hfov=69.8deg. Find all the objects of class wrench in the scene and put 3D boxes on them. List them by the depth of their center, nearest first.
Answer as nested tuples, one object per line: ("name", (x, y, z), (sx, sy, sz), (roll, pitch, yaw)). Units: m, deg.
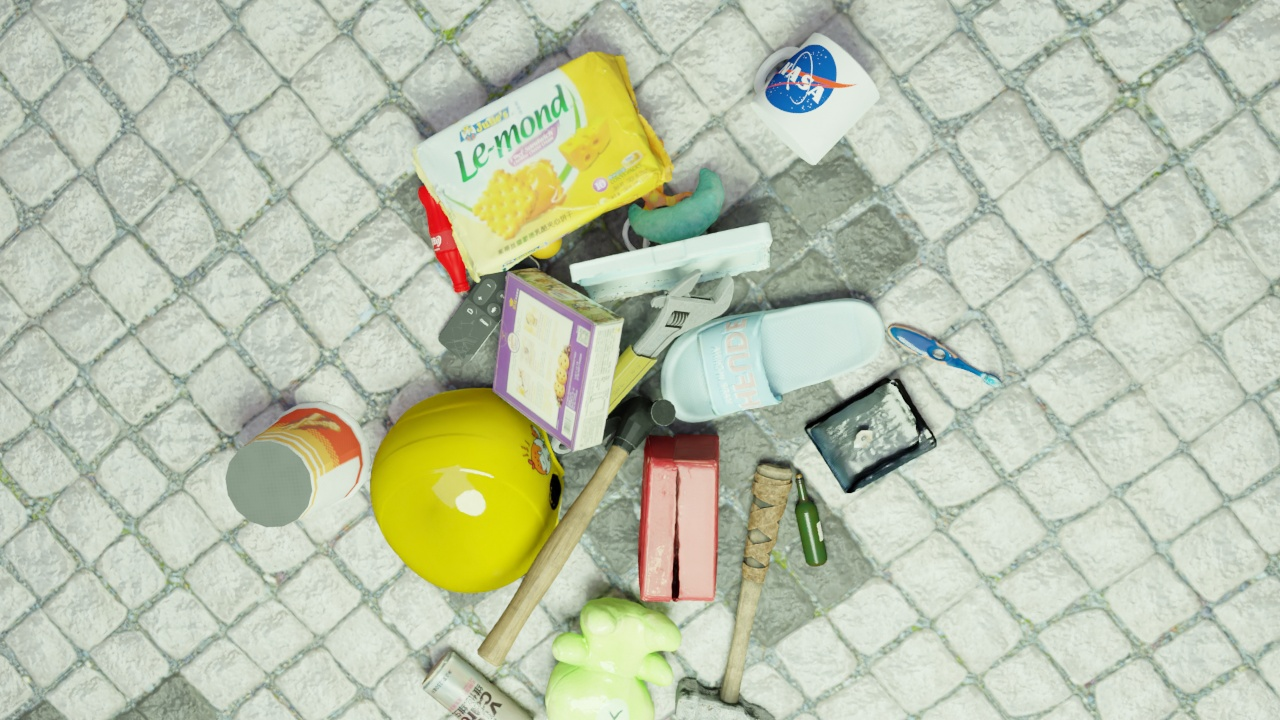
("wrench", (-0.006, 0.006, 0.963), (0.083, 0.018, 0.274), (19, 121, -42))

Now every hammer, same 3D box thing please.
("hammer", (-0.072, 0.170, 0.942), (0.040, 0.132, 0.304), (37, 73, -13))
("hammer", (0.123, 0.272, 1.031), (0.121, 0.049, 0.319), (10, 98, 1))

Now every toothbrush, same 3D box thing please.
("toothbrush", (0.326, -0.003, 0.979), (0.135, 0.017, 0.021), (27, 98, 0))

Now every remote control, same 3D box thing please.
("remote control", (-0.167, -0.063, 1.004), (0.045, 0.008, 0.147), (39, 110, -2))

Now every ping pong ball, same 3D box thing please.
("ping pong ball", (-0.104, -0.129, 0.983), (0.040, 0.040, 0.040), (1, 99, 5))

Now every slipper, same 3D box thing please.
("slipper", (0.137, -0.004, 0.967), (0.245, 0.074, 0.104), (-16, 97, 6))

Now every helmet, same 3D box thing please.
("helmet", (-0.192, 0.157, 0.988), (0.209, 0.139, 0.240), (-15, 98, 7))

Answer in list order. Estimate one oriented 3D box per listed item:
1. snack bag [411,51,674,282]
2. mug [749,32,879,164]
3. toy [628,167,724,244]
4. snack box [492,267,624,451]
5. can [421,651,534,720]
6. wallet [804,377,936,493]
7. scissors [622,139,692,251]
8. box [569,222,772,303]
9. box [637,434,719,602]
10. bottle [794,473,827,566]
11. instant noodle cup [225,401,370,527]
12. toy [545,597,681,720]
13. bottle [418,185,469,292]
("snack bag", (-0.096, -0.197, 0.937), (0.247, 0.068, 0.159), (-27, 77, 4))
("mug", (0.164, -0.269, 0.920), (0.090, 0.091, 0.121), (-46, 58, 10))
("toy", (0.042, -0.153, 0.943), (0.105, 0.085, 0.033), (-27, 137, 2))
("snack box", (-0.090, -0.003, 0.947), (0.148, 0.040, 0.144), (32, 122, 38))
("can", (-0.188, 0.402, 1.071), (0.135, 0.054, 0.054), (41, 100, -2))
("wallet", (0.248, 0.080, 0.994), (0.115, 0.026, 0.089), (-31, 95, 9))
("scissors", (0.012, -0.168, 0.982), (0.125, 0.011, 0.128), (35, 98, -2))
("box", (0.034, -0.098, 0.932), (0.197, 0.134, 0.040), (-10, 86, 7))
("box", (0.044, 0.164, 0.976), (0.092, 0.129, 0.158), (4, 100, 3))
("bottle", (0.185, 0.176, 1.016), (0.025, 0.025, 0.106), (-12, 98, 7))
("instant noodle cup", (-0.379, 0.119, 1.007), (0.123, 0.121, 0.123), (1, 99, 5))
("toy", (-0.038, 0.355, 1.033), (0.150, 0.107, 0.197), (17, 111, -21))
("bottle", (-0.209, -0.132, 0.994), (0.036, 0.036, 0.119), (-13, 98, 7))
